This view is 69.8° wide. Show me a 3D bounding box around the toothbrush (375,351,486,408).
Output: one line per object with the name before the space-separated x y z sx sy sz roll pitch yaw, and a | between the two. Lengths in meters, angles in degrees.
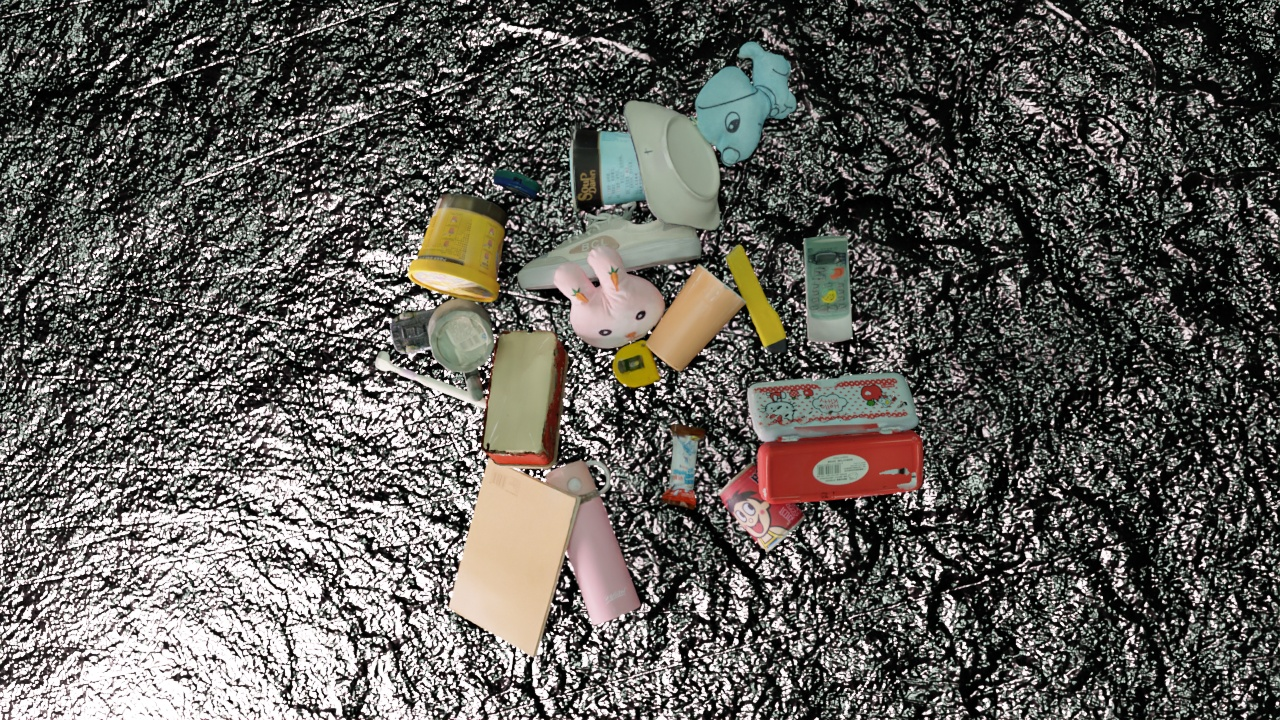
toothbrush | -0.272 0.032 1.239 0.189 0.020 0.029 21 118 10

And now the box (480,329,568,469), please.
box | -0.145 0.046 1.162 0.091 0.077 0.168 0 67 10

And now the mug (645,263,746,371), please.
mug | 0.066 -0.051 1.163 0.078 0.078 0.123 40 97 11

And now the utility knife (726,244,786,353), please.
utility knife | 0.150 -0.077 1.178 0.033 0.015 0.153 -22 80 1

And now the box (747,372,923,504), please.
box | 0.235 0.091 1.099 0.201 0.065 0.159 -4 80 -6

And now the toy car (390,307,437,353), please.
toy car | -0.277 -0.044 1.239 0.120 0.037 0.054 -13 84 -2

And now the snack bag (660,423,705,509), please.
snack bag | 0.054 0.134 1.168 0.048 0.026 0.104 10 87 -1

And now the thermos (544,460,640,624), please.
thermos | -0.055 0.224 1.163 0.087 0.067 0.198 -16 79 -20

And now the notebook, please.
notebook | -0.164 0.247 1.165 0.150 0.012 0.211 19 97 30

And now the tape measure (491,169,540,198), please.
tape measure | -0.162 -0.237 1.228 0.058 0.054 0.025 21 91 43

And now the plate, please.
plate | 0.053 -0.246 1.140 0.034 0.163 0.164 -19 81 37

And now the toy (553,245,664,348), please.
toy | -0.040 -0.074 1.146 0.121 0.159 0.054 -26 45 14

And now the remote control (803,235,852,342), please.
remote control | 0.237 -0.090 1.161 0.056 0.019 0.135 -2 84 9

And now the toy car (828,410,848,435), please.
toy car | 0.219 0.102 1.140 0.105 0.032 0.048 -30 86 -6

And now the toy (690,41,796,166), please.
toy | 0.130 -0.329 1.172 0.156 0.050 0.161 -7 88 -18

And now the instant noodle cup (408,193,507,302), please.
instant noodle cup | -0.233 -0.149 1.205 0.118 0.118 0.114 10 79 11

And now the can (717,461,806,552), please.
can | 0.147 0.179 1.126 0.066 0.066 0.094 -43 79 3

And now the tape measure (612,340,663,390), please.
tape measure | -0.007 0.007 1.190 0.057 0.029 0.060 -20 81 8

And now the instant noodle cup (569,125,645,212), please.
instant noodle cup | -0.027 -0.247 1.186 0.120 0.111 0.111 -1 84 1

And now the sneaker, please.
sneaker | -0.047 -0.152 1.180 0.242 0.089 0.090 -12 90 6

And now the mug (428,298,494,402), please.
mug | -0.224 -0.013 1.175 0.083 0.103 0.124 -15 103 -9
